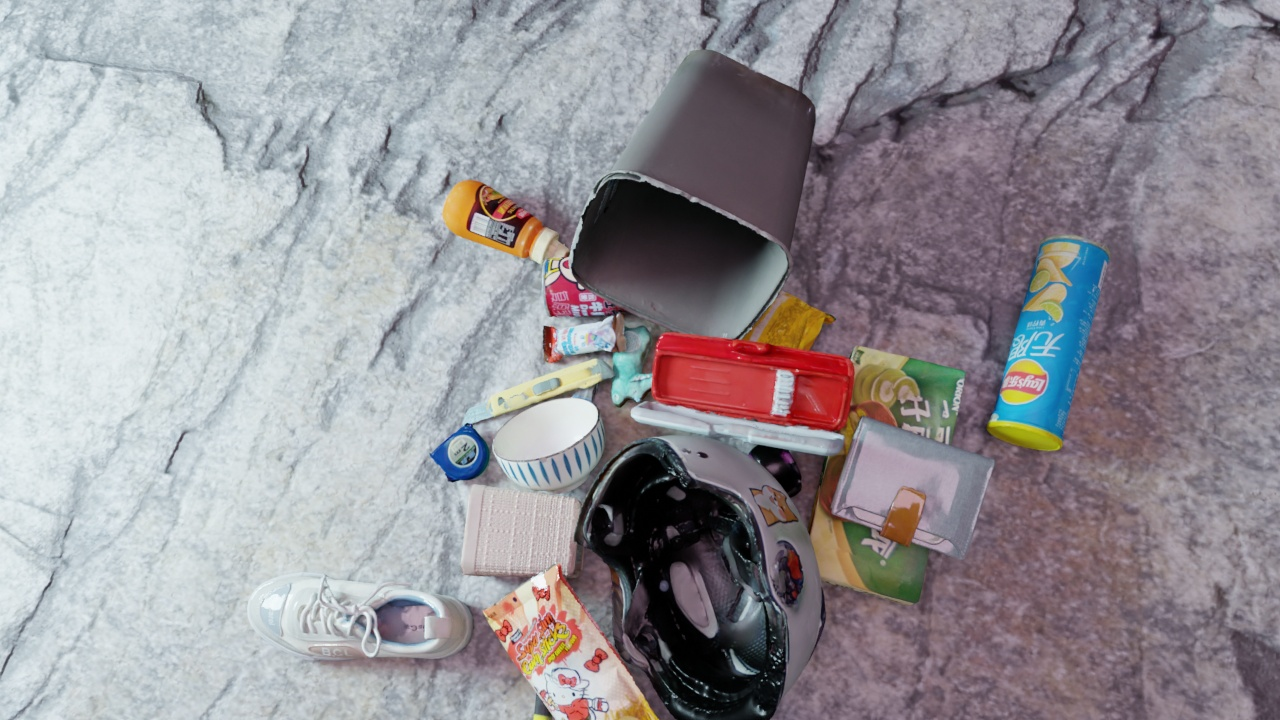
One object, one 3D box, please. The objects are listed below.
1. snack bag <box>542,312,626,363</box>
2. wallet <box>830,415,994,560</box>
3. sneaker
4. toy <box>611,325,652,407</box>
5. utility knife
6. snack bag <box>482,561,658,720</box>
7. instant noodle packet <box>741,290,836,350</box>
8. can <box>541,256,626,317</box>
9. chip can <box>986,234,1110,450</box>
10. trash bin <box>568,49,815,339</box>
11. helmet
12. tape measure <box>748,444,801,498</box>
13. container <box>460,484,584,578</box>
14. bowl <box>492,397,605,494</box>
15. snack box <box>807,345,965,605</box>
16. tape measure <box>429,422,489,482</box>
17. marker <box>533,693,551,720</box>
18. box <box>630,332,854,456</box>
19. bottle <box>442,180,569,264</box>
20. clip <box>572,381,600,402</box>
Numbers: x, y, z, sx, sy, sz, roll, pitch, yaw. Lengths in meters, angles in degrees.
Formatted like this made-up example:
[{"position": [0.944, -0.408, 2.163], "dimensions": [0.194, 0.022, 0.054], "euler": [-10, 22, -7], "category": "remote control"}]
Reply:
[{"position": [-0.061, -0.023, 1.003], "dimensions": [0.105, 0.026, 0.045], "euler": [-9, 72, 26], "category": "snack bag"}, {"position": [0.255, 0.121, 0.865], "dimensions": [0.130, 0.037, 0.106], "euler": [19, 78, 10], "category": "wallet"}, {"position": [-0.298, 0.266, 0.936], "dimensions": [0.242, 0.091, 0.089], "euler": [3, 75, 8], "category": "sneaker"}, {"position": [-0.006, 0.006, 0.993], "dimensions": [0.097, 0.030, 0.091], "euler": [-2, 78, 28], "category": "toy"}, {"position": [-0.114, 0.036, 1.004], "dimensions": [0.183, 0.019, 0.031], "euler": [-22, 64, 16], "category": "utility knife"}, {"position": [-0.060, 0.304, 0.887], "dimensions": [0.129, 0.073, 0.208], "euler": [-40, 85, 36], "category": "snack bag"}, {"position": [0.130, -0.024, 0.980], "dimensions": [0.111, 0.044, 0.128], "euler": [32, 79, 15], "category": "instant noodle packet"}, {"position": [-0.056, -0.082, 1.006], "dimensions": [0.094, 0.066, 0.066], "euler": [-2, 75, 6], "category": "can"}, {"position": [0.414, -0.019, 0.929], "dimensions": [0.071, 0.071, 0.210], "euler": [18, 78, 11], "category": "chip can"}, {"position": [0.063, -0.170, 0.924], "dimensions": [0.198, 0.199, 0.219], "euler": [24, 59, -4], "category": "trash bin"}, {"position": [0.076, 0.193, 0.864], "dimensions": [0.156, 0.231, 0.274], "euler": [-15, 70, -43], "category": "helmet"}, {"position": [0.140, 0.108, 0.938], "dimensions": [0.039, 0.057, 0.058], "euler": [-31, 97, -3], "category": "tape measure"}, {"position": [-0.115, 0.179, 0.937], "dimensions": [0.111, 0.090, 0.089], "euler": [4, 76, 5], "category": "container"}, {"position": [-0.089, 0.096, 0.954], "dimensions": [0.116, 0.116, 0.066], "euler": [-16, 116, 3], "category": "bowl"}, {"position": [0.241, 0.113, 0.920], "dimensions": [0.114, 0.063, 0.239], "euler": [15, 78, 9], "category": "snack box"}, {"position": [-0.192, 0.104, 0.997], "dimensions": [0.058, 0.025, 0.054], "euler": [-41, 77, 0], "category": "tape measure"}, {"position": [-0.098, 0.346, 0.929], "dimensions": [0.018, 0.015, 0.124], "euler": [3, 75, 2], "category": "marker"}, {"position": [0.099, 0.029, 0.882], "dimensions": [0.201, 0.100, 0.094], "euler": [8, 98, 16], "category": "box"}, {"position": [-0.148, -0.149, 1.041], "dimensions": [0.149, 0.067, 0.066], "euler": [26, 80, 6], "category": "bottle"}, {"position": [-0.057, 0.028, 1.004], "dimensions": [0.026, 0.037, 0.058], "euler": [17, 81, 17], "category": "clip"}]
